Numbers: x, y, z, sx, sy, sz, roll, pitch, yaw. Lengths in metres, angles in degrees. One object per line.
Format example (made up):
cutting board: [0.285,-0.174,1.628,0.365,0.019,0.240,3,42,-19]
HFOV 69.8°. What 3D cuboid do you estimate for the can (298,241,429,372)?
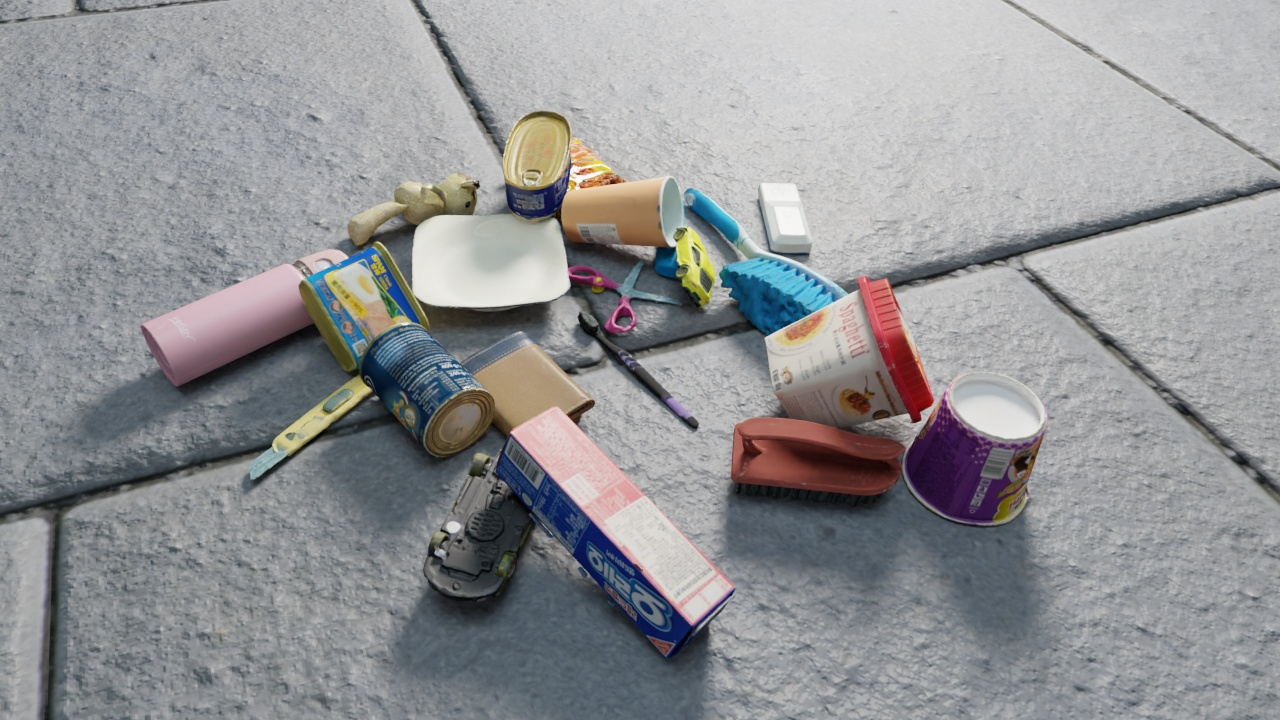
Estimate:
can: [-0.268,-0.050,0.885,0.083,0.057,0.102,-32,96,-29]

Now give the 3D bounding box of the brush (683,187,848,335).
brush: [0.122,-0.107,1.008,0.109,0.061,0.314,-25,48,-35]

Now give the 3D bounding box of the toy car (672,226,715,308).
toy car: [0.060,-0.105,0.988,0.032,0.048,0.105,-22,45,20]

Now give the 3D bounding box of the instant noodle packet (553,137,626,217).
instant noodle packet: [-0.087,-0.225,1.119,0.110,0.044,0.128,-20,48,-28]

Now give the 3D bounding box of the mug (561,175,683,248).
mug: [-0.022,-0.162,1.024,0.123,0.078,0.078,0,41,20]

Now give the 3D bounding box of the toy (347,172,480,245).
toy: [-0.257,-0.170,1.042,0.157,0.066,0.105,-24,8,-21]

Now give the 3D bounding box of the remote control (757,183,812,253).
remote control: [0.172,-0.172,1.096,0.049,0.024,0.124,1,43,-4]

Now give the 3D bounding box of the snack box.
snack box: [-0.023,0.130,0.708,0.207,0.057,0.058,43,45,19]

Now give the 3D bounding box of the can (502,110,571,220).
can: [-0.117,-0.225,1.053,0.074,0.049,0.147,3,48,1]

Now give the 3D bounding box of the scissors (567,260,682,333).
scissors: [-0.021,-0.073,0.985,0.133,0.017,0.133,13,41,5]

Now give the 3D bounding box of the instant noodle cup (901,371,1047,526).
instant noodle cup: [0.294,0.070,0.797,0.111,0.099,0.111,2,42,-2]

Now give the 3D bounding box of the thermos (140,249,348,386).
thermos: [-0.366,-0.040,0.892,0.198,0.067,0.087,-30,74,-32]

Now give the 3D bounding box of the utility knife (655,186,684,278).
utility knife: [0.037,-0.156,1.072,0.034,0.018,0.181,2,43,2]

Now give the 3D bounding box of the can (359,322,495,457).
can: [-0.191,0.026,0.823,0.075,0.075,0.111,-30,54,-31]

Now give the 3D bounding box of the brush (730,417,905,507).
brush: [0.152,0.085,0.792,0.146,0.069,0.063,7,45,3]

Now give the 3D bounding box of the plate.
plate: [-0.161,-0.100,0.987,0.163,0.034,0.164,-3,44,-8]

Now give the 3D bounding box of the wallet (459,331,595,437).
wallet: [-0.111,0.027,0.861,0.090,0.033,0.115,-32,55,-28]

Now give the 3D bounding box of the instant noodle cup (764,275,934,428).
instant noodle cup: [0.187,0.004,0.838,0.124,0.116,0.116,-21,41,19]

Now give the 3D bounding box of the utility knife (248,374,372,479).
utility knife: [-0.285,0.050,0.840,0.031,0.019,0.182,22,51,26]

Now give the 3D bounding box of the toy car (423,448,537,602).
toy car: [-0.122,0.131,0.741,0.070,0.042,0.157,16,40,7]

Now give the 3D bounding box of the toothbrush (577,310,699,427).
toothbrush: [-0.005,0.005,0.903,0.014,0.017,0.189,-31,55,-24]
